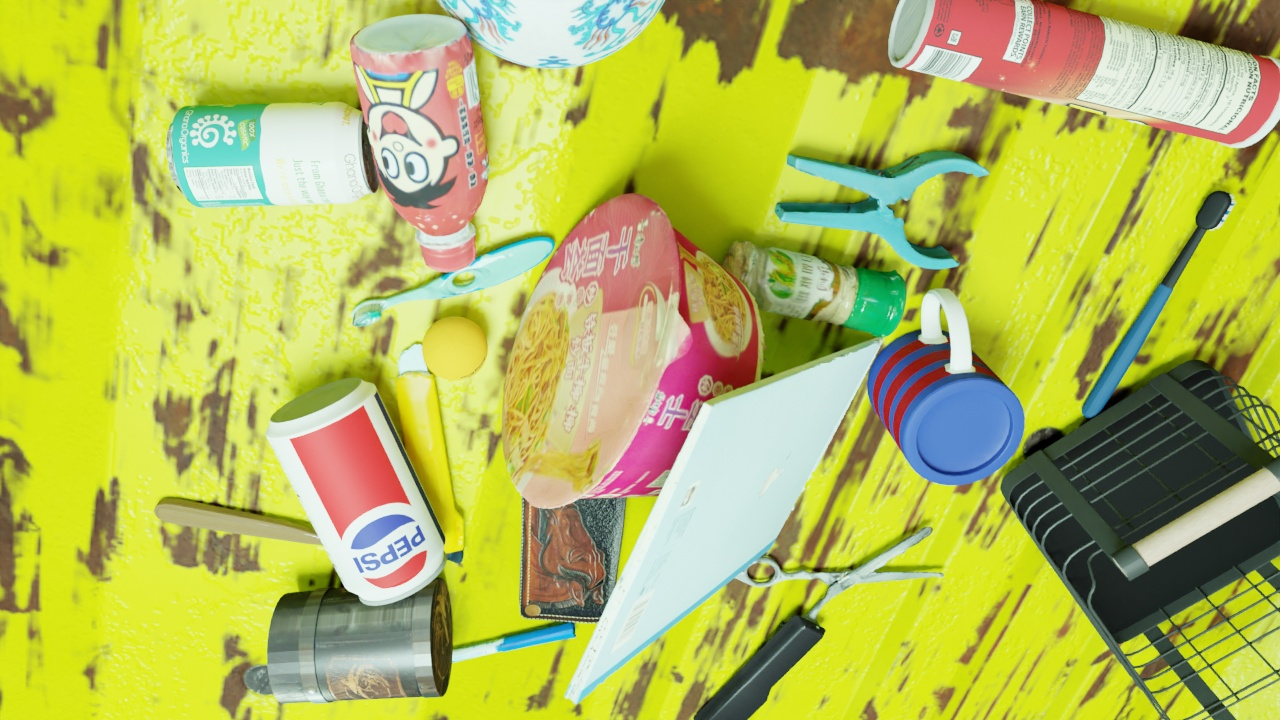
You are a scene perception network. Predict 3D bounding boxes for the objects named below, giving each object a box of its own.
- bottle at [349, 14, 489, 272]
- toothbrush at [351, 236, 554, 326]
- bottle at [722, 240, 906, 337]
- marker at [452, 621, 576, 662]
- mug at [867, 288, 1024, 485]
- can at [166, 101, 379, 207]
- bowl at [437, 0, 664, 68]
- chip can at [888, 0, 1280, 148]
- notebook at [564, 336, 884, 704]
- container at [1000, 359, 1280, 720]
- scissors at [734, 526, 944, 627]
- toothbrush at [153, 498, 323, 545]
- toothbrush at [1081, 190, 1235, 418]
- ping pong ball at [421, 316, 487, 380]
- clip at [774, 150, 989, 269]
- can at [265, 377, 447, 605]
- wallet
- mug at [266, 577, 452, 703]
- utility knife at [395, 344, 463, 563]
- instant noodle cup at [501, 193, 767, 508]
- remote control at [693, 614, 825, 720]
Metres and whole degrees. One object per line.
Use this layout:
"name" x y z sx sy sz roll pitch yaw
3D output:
"bottle" -0.115 -0.113 0.505 0.062 0.061 0.138 -4 129 -3
"toothbrush" -0.115 -0.048 0.561 0.135 0.017 0.022 -19 124 5
"bottle" 0.106 -0.045 0.566 0.111 0.043 0.043 12 114 -9
"marker" -0.118 0.217 0.689 0.142 0.013 0.013 -14 115 3
"mug" 0.192 0.012 0.580 0.075 0.076 0.112 -5 115 -2
"can" -0.199 -0.113 0.503 0.101 0.054 0.055 -2 115 -3
"bowl" -0.046 -0.215 0.455 0.144 0.074 0.144 -2 115 -4
"chip can" 0.249 -0.167 0.514 0.214 0.051 0.052 10 114 -9
"notebook" 0.061 0.078 0.532 0.009 0.252 0.181 33 113 23
"container" 0.380 0.138 0.617 0.163 0.130 0.241 -36 116 12
"scissors" 0.139 0.157 0.679 0.161 0.014 0.142 27 113 -15
"toothbrush" -0.246 0.116 0.631 0.167 0.016 0.016 12 114 -8
"toothbrush" 0.337 -0.033 0.603 0.014 0.014 0.168 -4 124 -41
"ping pong ball" -0.115 -0.007 0.567 0.040 0.040 0.040 -2 115 -4
"clip" 0.148 -0.079 0.564 0.130 0.031 0.121 -13 120 1
"can" -0.177 0.083 0.581 0.070 0.070 0.132 -18 109 4
"wallet" -0.049 0.130 0.648 0.072 0.019 0.123 5 115 -2
"mug" -0.191 0.208 0.648 0.107 0.079 0.116 -4 135 -2
"utility knife" -0.140 0.066 0.613 0.030 0.017 0.165 -7 116 -7
"instant noodle cup" -0.003 0.003 0.519 0.077 0.178 0.179 18 113 -30
"remote control" 0.092 0.249 0.713 0.032 0.015 0.137 29 115 -17
